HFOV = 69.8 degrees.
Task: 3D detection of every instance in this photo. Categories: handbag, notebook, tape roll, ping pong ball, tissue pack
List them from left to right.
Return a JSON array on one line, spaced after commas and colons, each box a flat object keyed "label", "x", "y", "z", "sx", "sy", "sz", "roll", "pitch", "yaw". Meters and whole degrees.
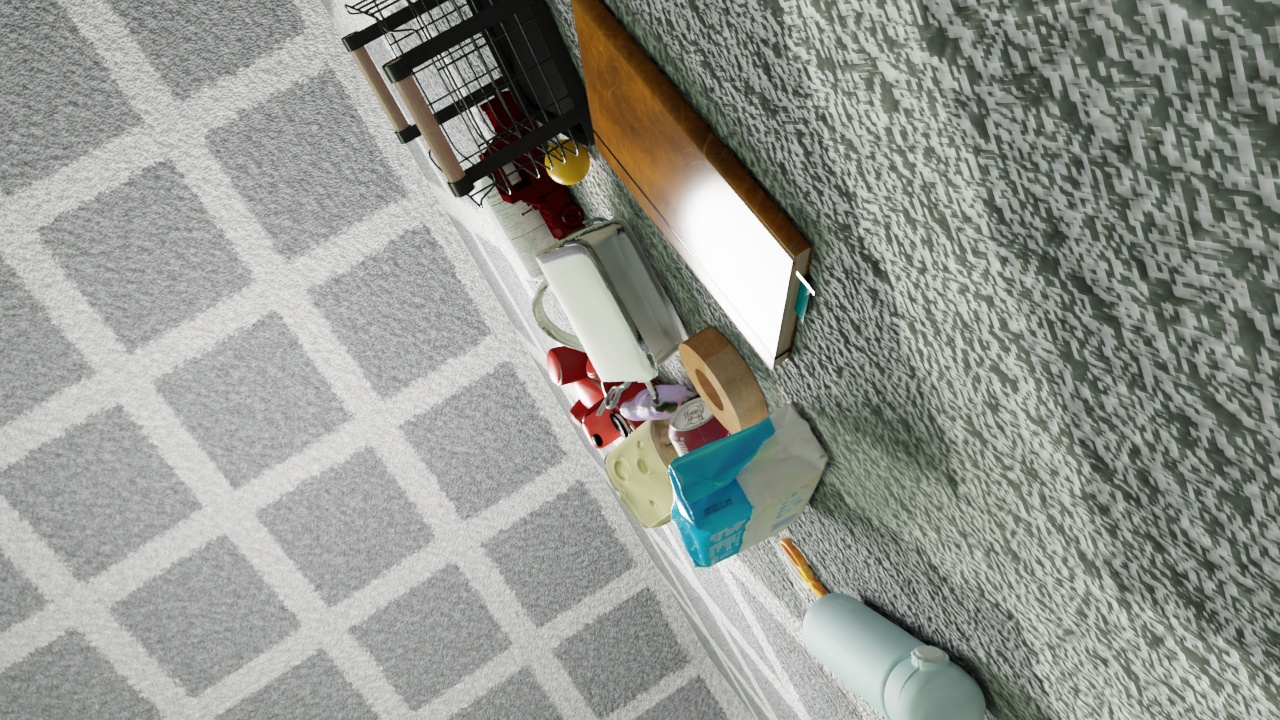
[{"label": "ping pong ball", "x": -0.065, "y": -0.176, "z": 0.813, "sx": 0.040, "sy": 0.040, "sz": 0.040, "roll": 56, "pitch": 171, "yaw": 14}, {"label": "handbag", "x": -0.045, "y": -0.056, "z": 0.903, "sx": 0.176, "sy": 0.073, "sz": 0.151, "roll": -8, "pitch": 116, "yaw": 52}, {"label": "handbag", "x": 0.024, "y": 0.128, "z": 1.067, "sx": 0.111, "sy": 0.081, "sz": 0.120, "roll": 50, "pitch": 141, "yaw": 5}, {"label": "notebook", "x": 0.034, "y": -0.105, "z": 0.613, "sx": 0.249, "sy": 0.014, "sz": 0.179, "roll": 54, "pitch": 169, "yaw": 21}, {"label": "tape roll", "x": 0.070, "y": 0.018, "z": 0.786, "sx": 0.094, "sy": 0.027, "sz": 0.094, "roll": 56, "pitch": 170, "yaw": 14}, {"label": "tissue pack", "x": 0.084, "y": 0.111, "z": 0.753, "sx": 0.066, "sy": 0.117, "sz": 0.209, "roll": 60, "pitch": 172, "yaw": 23}]

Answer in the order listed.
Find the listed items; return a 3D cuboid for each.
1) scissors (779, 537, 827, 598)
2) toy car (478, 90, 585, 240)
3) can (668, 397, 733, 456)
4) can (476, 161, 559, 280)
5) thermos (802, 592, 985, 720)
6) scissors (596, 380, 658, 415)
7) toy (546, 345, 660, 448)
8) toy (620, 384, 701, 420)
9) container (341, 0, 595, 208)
[{"label": "scissors", "x": 0.187, "y": 0.244, "z": 0.962, "sx": 0.131, "sy": 0.012, "sz": 0.073, "roll": 52, "pitch": 170, "yaw": 36}, {"label": "toy car", "x": -0.122, "y": -0.197, "z": 0.974, "sx": 0.170, "sy": 0.061, "sz": 0.070, "roll": 62, "pitch": 170, "yaw": -22}, {"label": "can", "x": 0.075, "y": 0.096, "z": 0.904, "sx": 0.114, "sy": 0.063, "sz": 0.063, "roll": 62, "pitch": 170, "yaw": -24}, {"label": "can", "x": -0.130, "y": -0.167, "z": 1.065, "sx": 0.136, "sy": 0.078, "sz": 0.078, "roll": 61, "pitch": 170, "yaw": -20}, {"label": "thermos", "x": 0.200, "y": 0.249, "z": 0.748, "sx": 0.207, "sy": 0.065, "sz": 0.078, "roll": -172, "pitch": 77, "yaw": -78}, {"label": "scissors", "x": -0.008, "y": 0.017, "z": 0.986, "sx": 0.172, "sy": 0.014, "sz": 0.141, "roll": -56, "pitch": 27, "yaw": 36}, {"label": "toy", "x": -0.024, "y": 0.059, "z": 1.164, "sx": 0.197, "sy": 0.120, "sz": 0.158, "roll": 38, "pitch": 157, "yaw": 42}, {"label": "toy", "x": 0.024, "y": 0.043, "z": 0.993, "sx": 0.100, "sy": 0.080, "sz": 0.036, "roll": -13, "pitch": 95, "yaw": 62}, {"label": "container", "x": -0.151, "y": -0.241, "z": 0.774, "sx": 0.241, "sy": 0.130, "sz": 0.163, "roll": 44, "pitch": 163, "yaw": 57}]
